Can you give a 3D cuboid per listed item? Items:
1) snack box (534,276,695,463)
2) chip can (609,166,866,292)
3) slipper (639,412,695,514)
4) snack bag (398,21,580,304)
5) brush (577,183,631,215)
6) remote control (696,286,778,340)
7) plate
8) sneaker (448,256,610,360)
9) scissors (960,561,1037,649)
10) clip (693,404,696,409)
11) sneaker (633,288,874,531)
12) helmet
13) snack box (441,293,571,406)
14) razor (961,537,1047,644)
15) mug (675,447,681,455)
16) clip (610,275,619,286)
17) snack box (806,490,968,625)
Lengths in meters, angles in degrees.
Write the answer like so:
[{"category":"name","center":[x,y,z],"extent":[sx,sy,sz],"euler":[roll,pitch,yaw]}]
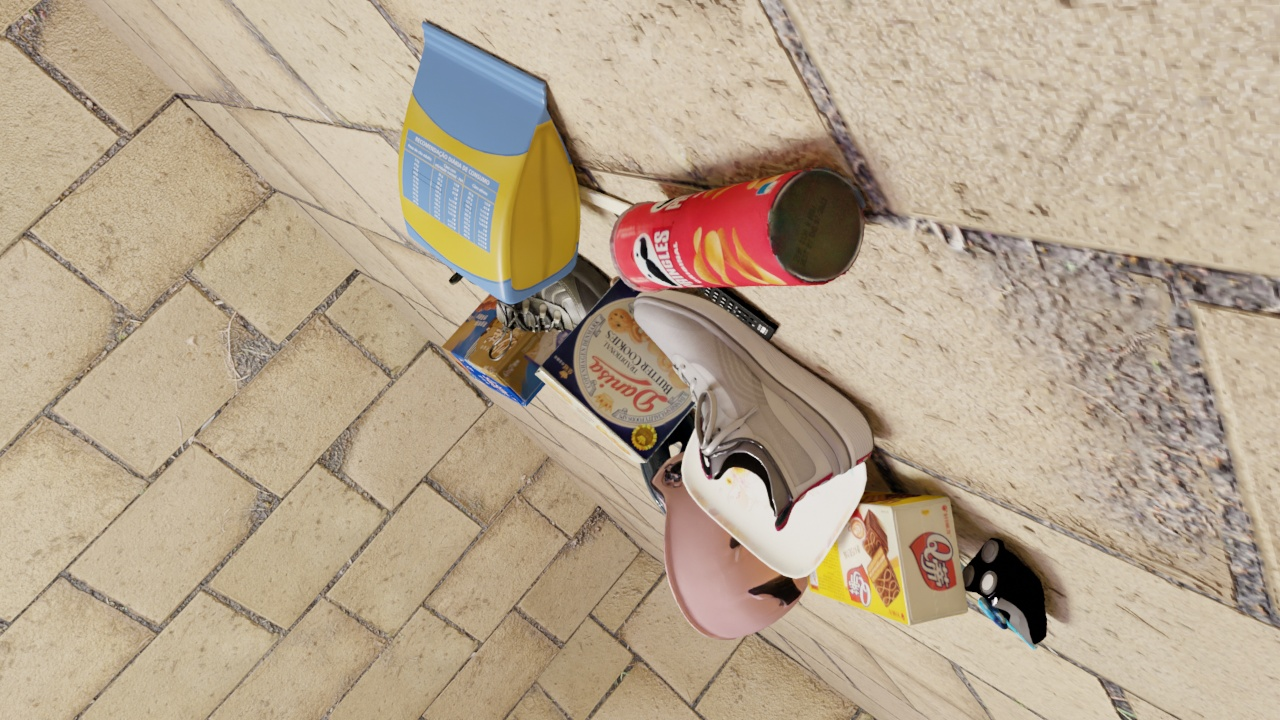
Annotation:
[{"category":"snack box","center":[-0.006,0.005,0.929],"extent":[0.144,0.145,0.043],"euler":[42,167,-7]},{"category":"chip can","center":[0.055,-0.083,0.626],"extent":[0.073,0.073,0.233],"euler":[45,166,-20]},{"category":"slipper","center":[0.042,0.110,1.241],"extent":[0.101,0.082,0.263],"euler":[50,-168,-31]},{"category":"snack bag","center":[-0.137,-0.177,0.818],"extent":[0.159,0.102,0.206],"euler":[34,140,28]},{"category":"brush","center":[-0.049,-0.151,0.838],"extent":[0.218,0.012,0.033],"euler":[28,162,38]},{"category":"remote control","center":[0.060,-0.065,0.804],"extent":[0.140,0.009,0.030],"euler":[37,167,7]},{"category":"plate","center":[0.133,0.113,0.937],"extent":[0.187,0.016,0.187],"euler":[39,127,25]},{"category":"sneaker","center":[-0.123,-0.061,1.051],"extent":[0.238,0.142,0.101],"euler":[37,166,16]},{"category":"scissors","center":[0.364,0.256,0.922],"extent":[0.140,0.013,0.114],"euler":[47,-167,-11]},{"category":"clip","center":[0.076,0.047,1.114],"extent":[0.049,0.023,0.078],"euler":[36,168,17]},{"category":"sneaker","center":[0.076,0.038,0.846],"extent":[0.263,0.128,0.097],"euler":[40,165,19]},{"category":"helmet","center":[0.125,0.209,1.089],"extent":[0.254,0.153,0.230],"euler":[-32,-78,-62]},{"category":"snack box","center":[-0.162,-0.036,1.219],"extent":[0.069,0.155,0.203],"euler":[46,167,-28]},{"category":"razor","center":[0.349,0.222,0.850],"extent":[0.060,0.057,0.156],"euler":[-17,135,42]},{"category":"mug","center":[0.110,0.160,1.297],"extent":[0.114,0.081,0.088],"euler":[12,-171,-29]},{"category":"clip","center":[-0.009,-0.064,0.989],"extent":[0.060,0.024,0.040],"euler":[48,166,12]},{"category":"snack box","center":[0.234,0.192,0.929],"extent":[0.230,0.061,0.110],"euler":[154,109,-76]}]
